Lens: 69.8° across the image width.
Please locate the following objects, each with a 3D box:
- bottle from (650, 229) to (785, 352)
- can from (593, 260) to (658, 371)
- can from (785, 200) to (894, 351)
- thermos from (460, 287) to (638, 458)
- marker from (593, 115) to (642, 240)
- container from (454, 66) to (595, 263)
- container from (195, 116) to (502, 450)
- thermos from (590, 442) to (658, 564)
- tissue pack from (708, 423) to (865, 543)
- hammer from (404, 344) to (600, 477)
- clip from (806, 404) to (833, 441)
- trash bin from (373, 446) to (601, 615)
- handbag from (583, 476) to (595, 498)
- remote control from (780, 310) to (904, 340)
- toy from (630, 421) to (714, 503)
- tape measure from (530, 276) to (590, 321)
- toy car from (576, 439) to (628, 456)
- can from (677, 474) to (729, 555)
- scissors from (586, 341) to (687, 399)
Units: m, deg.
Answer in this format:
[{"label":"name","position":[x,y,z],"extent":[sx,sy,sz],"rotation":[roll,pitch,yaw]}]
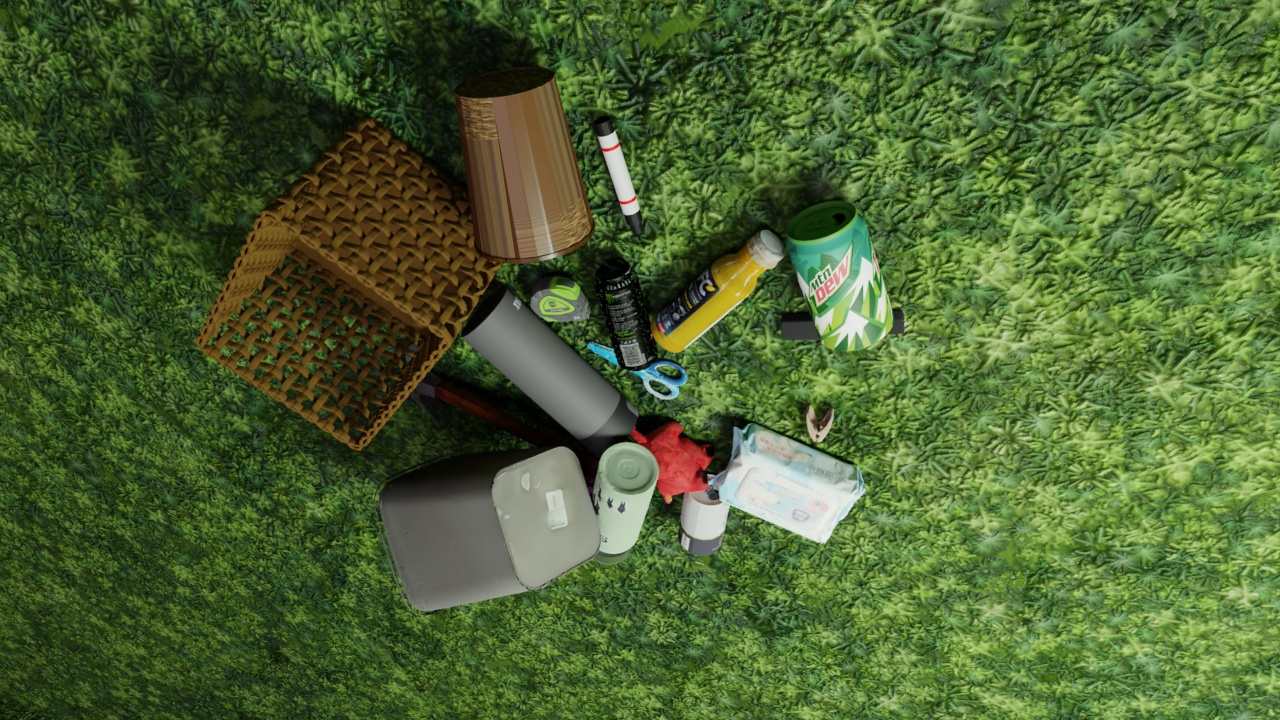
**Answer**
[{"label":"bottle","position":[0.086,-0.078,1.034],"extent":[0.053,0.053,0.187],"rotation":[37,131,-15]},{"label":"can","position":[-0.016,-0.050,1.091],"extent":[0.054,0.053,0.138],"rotation":[-1,129,19]},{"label":"can","position":[0.209,-0.088,0.965],"extent":[0.083,0.082,0.144],"rotation":[-10,126,25]},{"label":"thermos","position":[-0.110,0.019,1.162],"extent":[0.082,0.082,0.240],"rotation":[-31,115,36]},{"label":"marker","position":[-0.020,-0.193,0.992],"extent":[0.019,0.019,0.146],"rotation":[-4,128,21]},{"label":"container","position":[-0.124,-0.205,0.950],"extent":[0.132,0.131,0.167],"rotation":[3,124,16]},{"label":"container","position":[-0.318,-0.086,1.051],"extent":[0.219,0.213,0.252],"rotation":[36,131,-14]},{"label":"thermos","position":[-0.029,0.196,1.222],"extent":[0.082,0.082,0.232],"rotation":[17,144,3]},{"label":"tissue pack","position":[0.186,0.160,1.196],"extent":[0.182,0.069,0.112],"rotation":[22,134,0]},{"label":"hammer","position":[-0.187,0.082,1.244],"extent":[0.301,0.028,0.111],"rotation":[25,139,10]},{"label":"clip","position":[0.218,0.079,1.147],"extent":[0.039,0.024,0.060],"rotation":[18,137,2]},{"label":"trash bin","position":[-0.190,0.211,1.193],"extent":[0.221,0.197,0.197],"rotation":[-16,92,42]},{"label":"handbag","position":[-0.088,0.203,1.336],"extent":[0.170,0.067,0.145],"rotation":[0,130,10]},{"label":"remote control","position":[0.230,-0.039,1.046],"extent":[0.136,0.015,0.032],"rotation":[-1,129,19]},{"label":"toy","position":[0.022,0.133,1.224],"extent":[0.133,0.087,0.094],"rotation":[37,142,-13]},{"label":"tape measure","position":[-0.099,-0.076,1.110],"extent":[0.066,0.035,0.059],"rotation":[-3,138,16]},{"label":"toy car","position":[-0.039,0.126,1.258],"extent":[0.105,0.048,0.033],"rotation":[36,164,-11]},{"label":"can","position":[0.089,0.213,1.277],"extent":[0.064,0.064,0.128],"rotation":[12,132,8]},{"label":"scissors","position":[-0.007,0.007,1.168],"extent":[0.135,0.015,0.066],"rotation":[26,133,-2]}]
